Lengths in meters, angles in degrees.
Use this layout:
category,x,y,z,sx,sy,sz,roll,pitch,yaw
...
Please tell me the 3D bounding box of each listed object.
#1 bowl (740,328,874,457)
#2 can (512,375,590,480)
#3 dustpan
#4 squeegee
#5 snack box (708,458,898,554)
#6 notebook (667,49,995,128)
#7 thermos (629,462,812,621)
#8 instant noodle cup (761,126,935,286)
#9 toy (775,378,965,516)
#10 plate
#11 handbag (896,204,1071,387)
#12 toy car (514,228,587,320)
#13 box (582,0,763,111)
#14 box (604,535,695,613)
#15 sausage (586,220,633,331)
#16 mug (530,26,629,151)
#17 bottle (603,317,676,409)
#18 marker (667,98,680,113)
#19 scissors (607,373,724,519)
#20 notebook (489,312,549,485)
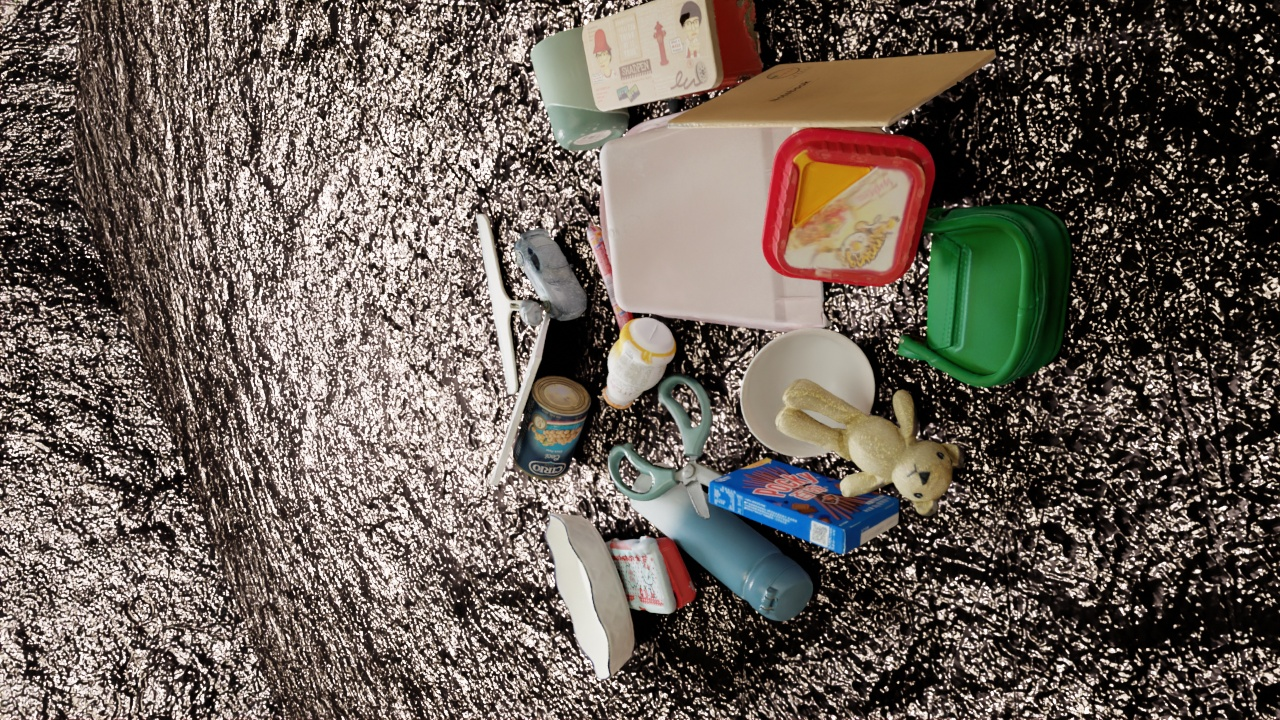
category,x,y,z,sx,sy,sz,roll,pitch,yaw
bowl,0.143,0.020,0.825,0.064,0.118,0.118,-101,11,-72
can,-0.110,0.082,1.135,0.075,0.075,0.111,44,131,32
dustpan,0.063,-0.147,0.922,0.274,0.138,0.222,1,102,20
squeegee,-0.146,-0.064,1.126,0.247,0.039,0.246,-160,60,-71
snack box,0.148,0.130,0.847,0.157,0.084,0.026,14,112,46
notebook,0.142,-0.208,0.709,0.208,0.147,0.008,15,131,46
thermos,0.081,0.186,0.953,0.220,0.070,0.070,34,125,40
instant noodle cup,0.155,-0.131,0.715,0.116,0.124,0.116,6,119,1
toy,0.189,0.068,0.770,0.157,0.066,0.105,27,98,10
plate,-0.061,0.282,1.119,0.205,0.045,0.205,163,90,-72
handbag,0.252,-0.050,0.687,0.120,0.067,0.131,14,111,47
toy car,-0.105,-0.103,1.090,0.120,0.054,0.037,61,140,16
box,0.032,-0.291,0.855,0.169,0.079,0.091,6,112,48
box,-0.001,0.238,1.030,0.087,0.048,0.201,67,160,5
sausage,-0.031,-0.086,1.037,0.020,0.020,0.156,-25,82,49
mug,-0.049,-0.286,0.960,0.112,0.082,0.106,-17,88,18
bottle,-0.006,0.006,1.002,0.063,0.063,0.109,52,134,25
marker,0.029,-0.308,0.905,0.018,0.015,0.124,13,113,45
scissors,0.040,0.084,0.964,0.174,0.019,0.177,12,80,45
notebook,-0.143,0.033,1.133,0.150,0.012,0.210,-83,13,-54
